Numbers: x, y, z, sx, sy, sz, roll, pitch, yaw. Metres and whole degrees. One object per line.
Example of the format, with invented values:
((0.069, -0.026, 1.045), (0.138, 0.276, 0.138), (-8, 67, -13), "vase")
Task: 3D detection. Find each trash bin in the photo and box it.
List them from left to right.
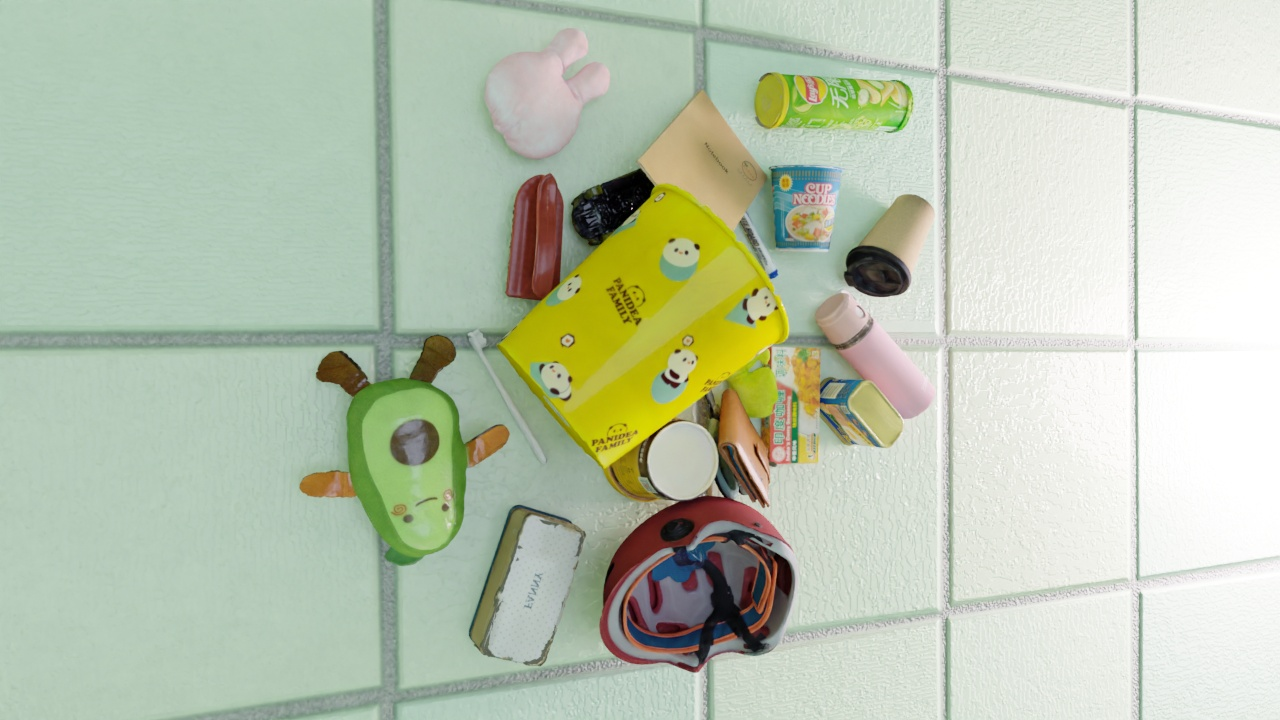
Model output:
((-0.004, -0.029, 1.028), (0.255, 0.230, 0.229), (-41, 105, -9), "trash bin")

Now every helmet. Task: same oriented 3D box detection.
((0.059, 0.254, 1.099), (0.240, 0.143, 0.207), (-10, 119, -7), "helmet")

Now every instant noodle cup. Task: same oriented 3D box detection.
((0.027, 0.116, 1.101), (0.118, 0.115, 0.118), (0, 90, -23), "instant noodle cup")
((0.215, -0.197, 1.200), (0.099, 0.099, 0.110), (-3, 98, -24), "instant noodle cup")

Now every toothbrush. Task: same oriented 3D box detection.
((-0.153, 0.044, 1.076), (0.016, 0.016, 0.180), (-33, 102, -26), "toothbrush")

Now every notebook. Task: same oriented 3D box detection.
((0.082, -0.234, 1.130), (0.148, 0.008, 0.207), (50, 44, -16), "notebook")

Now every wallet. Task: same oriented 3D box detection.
((0.130, 0.113, 1.132), (0.035, 0.130, 0.119), (-28, 110, 18), "wallet")

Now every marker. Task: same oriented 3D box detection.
((0.144, -0.173, 1.205), (0.016, 0.017, 0.146), (-34, 103, -20), "marker")

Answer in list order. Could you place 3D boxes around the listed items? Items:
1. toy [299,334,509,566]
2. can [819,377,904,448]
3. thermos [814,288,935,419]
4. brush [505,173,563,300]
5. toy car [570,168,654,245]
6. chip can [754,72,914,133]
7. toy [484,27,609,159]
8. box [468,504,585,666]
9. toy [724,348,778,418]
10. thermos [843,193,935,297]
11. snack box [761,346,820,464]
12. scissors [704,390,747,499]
((-0.252, 0.099, 0.992), (0.226, 0.090, 0.246), (-13, 92, -17), "toy")
((0.293, 0.071, 1.235), (0.102, 0.083, 0.057), (47, 73, -17), "can")
((0.323, -0.013, 1.264), (0.198, 0.067, 0.087), (45, 42, -16), "thermos")
((-0.118, -0.143, 1.061), (0.063, 0.069, 0.146), (5, 88, -25), "brush")
((-0.012, -0.193, 1.122), (0.157, 0.042, 0.070), (-26, 100, -23), "toy car")
((0.262, -0.343, 1.227), (0.221, 0.073, 0.072), (-4, 92, -24), "chip can")
((-0.108, -0.312, 1.073), (0.159, 0.054, 0.121), (-43, 113, -17), "toy")
((-0.129, 0.254, 1.063), (0.089, 0.061, 0.184), (24, 79, -23), "box")
((0.141, 0.029, 1.185), (0.100, 0.031, 0.097), (45, 105, 0), "toy")
((0.347, -0.158, 1.261), (0.093, 0.093, 0.143), (42, 66, -18), "thermos")
((0.201, 0.060, 1.225), (0.077, 0.027, 0.155), (1, 89, -23), "snack box")
((0.107, 0.093, 1.174), (0.143, 0.019, 0.179), (22, 51, -57), "scissors")
